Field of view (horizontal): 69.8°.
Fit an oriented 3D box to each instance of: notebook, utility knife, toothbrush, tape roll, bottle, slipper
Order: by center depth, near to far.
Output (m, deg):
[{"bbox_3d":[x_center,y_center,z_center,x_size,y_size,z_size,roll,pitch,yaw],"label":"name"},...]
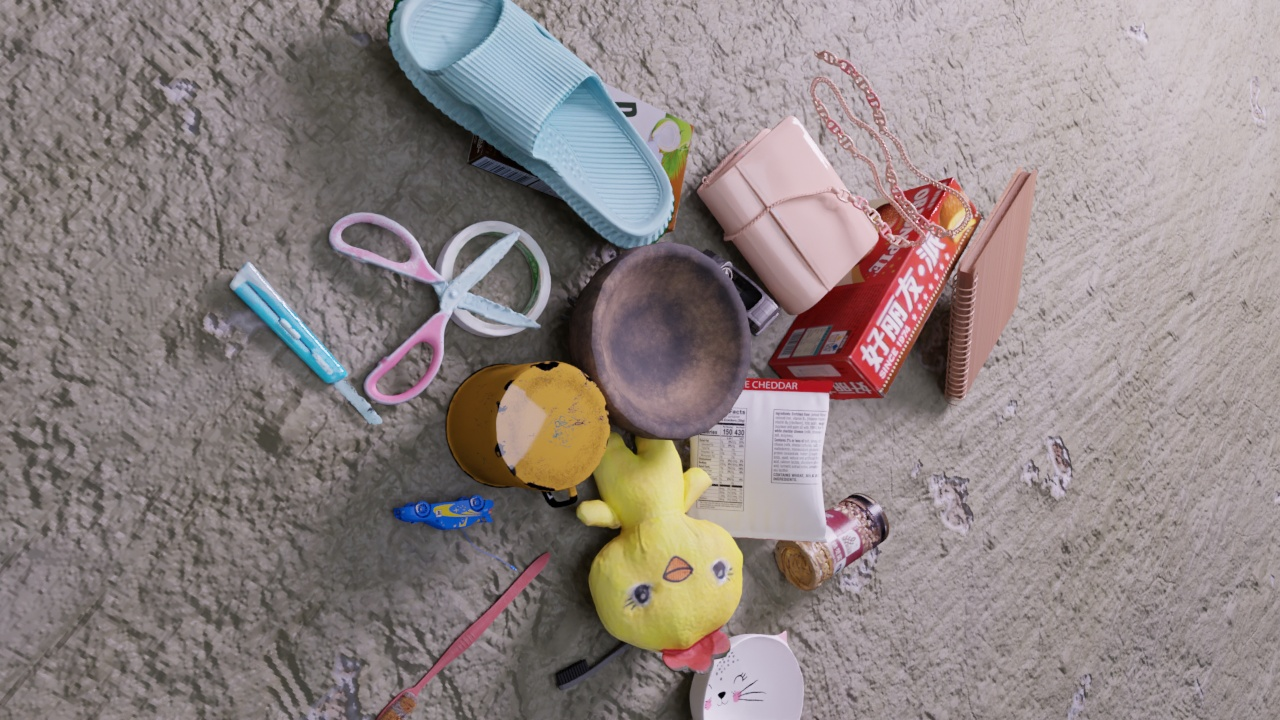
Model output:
[{"bbox_3d":[-0.237,-0.009,0.664,0.022,0.015,0.149,-43,112,-9],"label":"utility knife"},{"bbox_3d":[-0.066,-0.193,0.713,0.276,0.070,0.115,40,64,-24],"label":"slipper"},{"bbox_3d":[-0.133,0.216,0.717,0.184,0.016,0.015,-44,103,-28],"label":"toothbrush"},{"bbox_3d":[-0.118,-0.065,0.740,0.093,0.018,0.094,2,86,-33],"label":"tape roll"},{"bbox_3d":[-0.001,0.242,0.798,0.167,0.013,0.013,-19,89,-31],"label":"toothbrush"},{"bbox_3d":[0.187,0.176,0.894,0.105,0.056,0.056,-23,99,-31],"label":"bottle"},{"bbox_3d":[0.370,-0.073,0.975,0.168,0.022,0.211,-51,146,-25],"label":"notebook"}]

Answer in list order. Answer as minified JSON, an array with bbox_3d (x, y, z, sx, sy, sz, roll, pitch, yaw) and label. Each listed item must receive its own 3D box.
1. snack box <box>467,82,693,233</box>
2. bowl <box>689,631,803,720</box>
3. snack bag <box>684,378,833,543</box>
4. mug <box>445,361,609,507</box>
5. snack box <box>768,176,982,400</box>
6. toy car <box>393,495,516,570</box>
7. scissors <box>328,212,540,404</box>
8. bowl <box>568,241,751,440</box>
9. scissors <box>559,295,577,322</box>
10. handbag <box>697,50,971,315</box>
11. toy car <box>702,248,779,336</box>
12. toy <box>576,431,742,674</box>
[{"bbox_3d":[-0.046,-0.185,0.783,0.185,0.032,0.101,17,78,-30],"label":"snack box"},{"bbox_3d":[0.088,0.301,0.828,0.114,0.051,0.114,2,86,-32],"label":"bowl"},{"bbox_3d":[0.103,0.088,0.820,0.131,0.039,0.144,2,91,10],"label":"snack bag"},{"bbox_3d":[-0.081,0.061,0.710,0.100,0.094,0.124,-30,103,-30],"label":"mug"},{"bbox_3d":[0.232,-0.070,0.903,0.060,0.113,0.235,43,66,-22],"label":"snack box"},{"bbox_3d":[-0.140,0.136,0.703,0.091,0.033,0.062,-2,81,-32],"label":"toy car"},{"bbox_3d":[-0.165,-0.053,0.696,0.170,0.013,0.175,-46,103,-10],"label":"scissors"},{"bbox_3d":[0.010,-0.014,0.767,0.162,0.070,0.162,3,85,-33],"label":"bowl"},{"bbox_3d":[0.002,-0.015,0.815,0.120,0.014,0.160,-39,111,-27],"label":"scissors"},{"bbox_3d":[0.152,-0.144,0.813,0.116,0.187,0.199,-45,106,-20],"label":"handbag"},{"bbox_3d":[0.083,-0.064,0.838,0.092,0.037,0.040,40,65,12],"label":"toy car"},{"bbox_3d":[0.014,0.156,0.771,0.133,0.092,0.207,-10,83,-21],"label":"toy"}]
